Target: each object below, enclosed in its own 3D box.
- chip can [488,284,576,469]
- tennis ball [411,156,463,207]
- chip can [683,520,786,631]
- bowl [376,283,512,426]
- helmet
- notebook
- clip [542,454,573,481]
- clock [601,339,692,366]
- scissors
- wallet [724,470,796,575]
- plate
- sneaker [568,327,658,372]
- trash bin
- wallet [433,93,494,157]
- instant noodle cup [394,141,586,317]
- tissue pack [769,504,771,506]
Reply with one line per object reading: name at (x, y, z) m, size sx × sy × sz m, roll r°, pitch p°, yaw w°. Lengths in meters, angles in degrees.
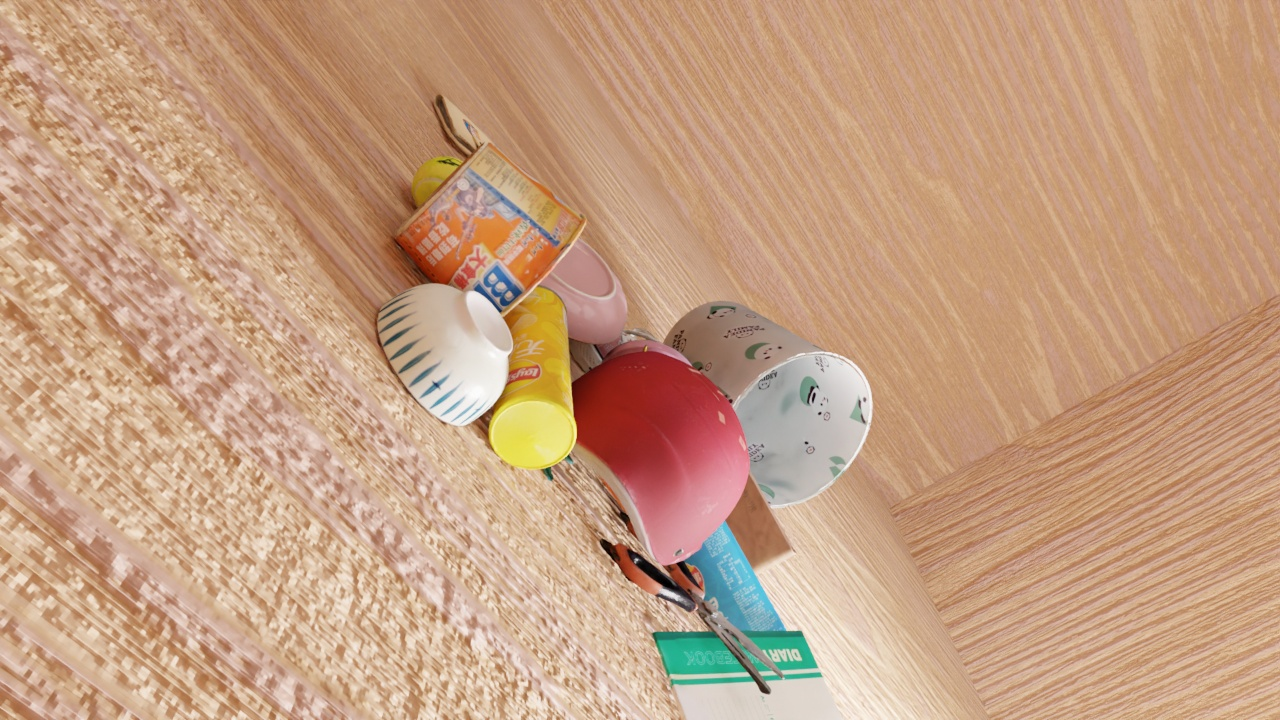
chip can at (-0.097, 0.007, 0.833) m, size 0.072 × 0.072 × 0.213 m, roll 50°, pitch 15°, yaw -29°
tennis ball at (-0.192, -0.168, 0.906) m, size 0.065 × 0.065 × 0.065 m, roll 53°, pitch 14°, yaw -20°
chip can at (0.107, 0.270, 0.976) m, size 0.210 × 0.071 × 0.071 m, roll 61°, pitch 14°, yaw 11°
bowl at (-0.144, -0.014, 0.724) m, size 0.116 × 0.066 × 0.116 m, roll 52°, pitch 14°, yaw -20°
helmet at (0.026, 0.077, 0.909) m, size 0.207 × 0.144 × 0.240 m, roll 51°, pitch 5°, yaw 3°
notebook at (0.112, 0.318, 0.848) m, size 0.208 × 0.012 × 0.150 m, roll 14°, pitch 40°, yaw -40°
clip at (-0.083, 0.080, 0.828) m, size 0.055 × 0.037 × 0.013 m, roll 56°, pitch 8°, yaw 29°
clock at (0.015, 0.054, 1.048) m, size 0.158 × 0.117 × 0.059 m, roll 50°, pitch 28°, yaw -23°
scissors at (0.045, 0.223, 0.869) m, size 0.224 × 0.015 × 0.189 m, roll 34°, pitch 13°, yaw -25°
wallet at (0.113, 0.203, 1.089) m, size 0.115 × 0.101 × 0.020 m, roll 61°, pitch 11°, yaw 18°
plate at (-0.087, -0.101, 1.052) m, size 0.192 × 0.039 × 0.192 m, roll 31°, pitch 30°, yaw -21°
sneaker at (-0.007, 0.007, 1.124) m, size 0.241 × 0.088 × 0.118 m, roll 51°, pitch 14°, yaw -15°
trash bin at (0.157, 0.043, 1.290) m, size 0.229 × 0.229 × 0.252 m, roll 48°, pitch -1°, yaw -35°
wallet at (-0.216, -0.281, 1.180) m, size 0.115 × 0.024 × 0.087 m, roll 42°, pitch 23°, yaw -55°
instant noodle cup at (-0.140, -0.115, 0.824) m, size 0.111 × 0.151 × 0.151 m, roll 45°, pitch 17°, yaw -17°
tissue pack at (0.146, 0.195, 1.333) m, size 0.095 × 0.052 × 0.157 m, roll 53°, pitch 14°, yaw -11°
